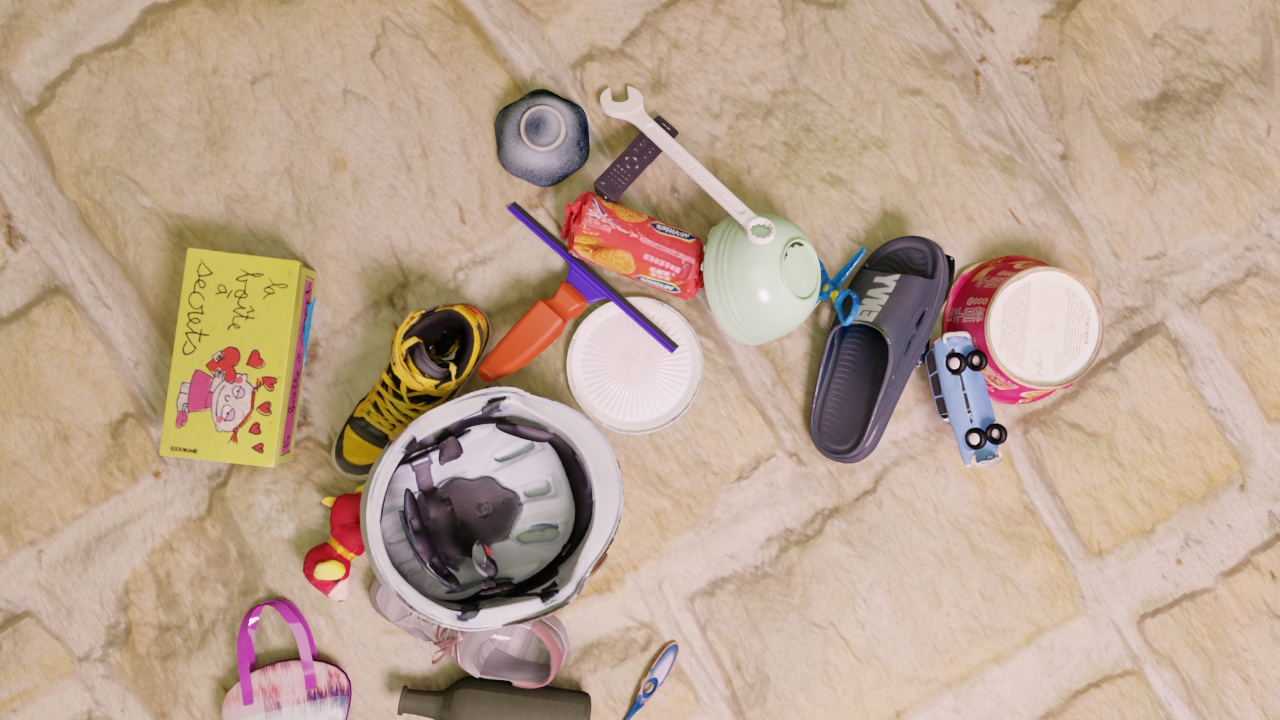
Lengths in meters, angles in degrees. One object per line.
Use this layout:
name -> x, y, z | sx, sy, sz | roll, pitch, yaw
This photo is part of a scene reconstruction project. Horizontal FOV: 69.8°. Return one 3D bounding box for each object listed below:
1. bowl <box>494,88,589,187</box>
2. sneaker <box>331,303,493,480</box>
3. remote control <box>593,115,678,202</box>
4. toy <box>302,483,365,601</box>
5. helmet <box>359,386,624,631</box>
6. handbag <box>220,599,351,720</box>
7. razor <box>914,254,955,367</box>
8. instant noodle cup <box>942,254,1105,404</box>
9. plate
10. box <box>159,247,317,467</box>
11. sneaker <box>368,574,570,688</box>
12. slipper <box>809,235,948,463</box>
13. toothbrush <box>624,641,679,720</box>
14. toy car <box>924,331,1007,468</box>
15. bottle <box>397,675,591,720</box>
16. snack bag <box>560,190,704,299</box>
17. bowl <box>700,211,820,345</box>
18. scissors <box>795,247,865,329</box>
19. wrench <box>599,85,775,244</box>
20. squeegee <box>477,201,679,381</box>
bowl -> -0.109, -0.252, 1.020 | 0.110, 0.055, 0.110 | 0, 91, -5
sneaker -> -0.248, 0.035, 0.976 | 0.086, 0.122, 0.238 | 38, 86, -2
remote control -> -0.005, -0.222, 1.017 | 0.032, 0.015, 0.136 | 40, 59, -2
toy -> -0.312, 0.190, 1.003 | 0.105, 0.067, 0.137 | 45, 79, 6
helmet -> -0.161, 0.154, 0.960 | 0.263, 0.164, 0.236 | -20, 89, -27
handbag -> -0.393, 0.347, 1.000 | 0.144, 0.068, 0.170 | -12, 85, -5
razor -> 0.327, -0.056, 1.060 | 0.063, 0.053, 0.140 | 34, 80, -40
instant noodle cup -> 0.448, -0.036, 1.053 | 0.178, 0.078, 0.178 | 0, 90, -5
plate -> -0.006, 0.006, 1.048 | 0.157, 0.014, 0.157 | 0, 90, -4
box -> -0.427, -0.004, 0.983 | 0.124, 0.082, 0.221 | 9, 90, -4
sneaker -> -0.188, 0.289, 0.997 | 0.236, 0.089, 0.099 | 22, 88, -4
slipper -> 0.245, -0.018, 1.015 | 0.083, 0.111, 0.268 | 16, 96, -47
toothbrush -> 0.005, 0.381, 1.049 | 0.021, 0.017, 0.135 | 34, 88, -6
toy car -> 0.358, 0.045, 1.016 | 0.056, 0.055, 0.153 | -5, 79, -40
bottle -> -0.160, 0.388, 1.009 | 0.207, 0.071, 0.071 | 10, 89, -5
snack bag -> -0.003, -0.128, 1.019 | 0.176, 0.082, 0.082 | 22, 88, -4
bowl -> 0.144, -0.093, 0.993 | 0.150, 0.077, 0.151 | 5, 83, -43
scissors -> 0.209, -0.076, 1.030 | 0.014, 0.125, 0.131 | 29, 125, -30
wrench -> 0.049, -0.216, 0.995 | 0.047, 0.009, 0.273 | -34, 65, -19
squeegee -> -0.108, -0.037, 0.994 | 0.249, 0.055, 0.184 | 41, 55, 5
